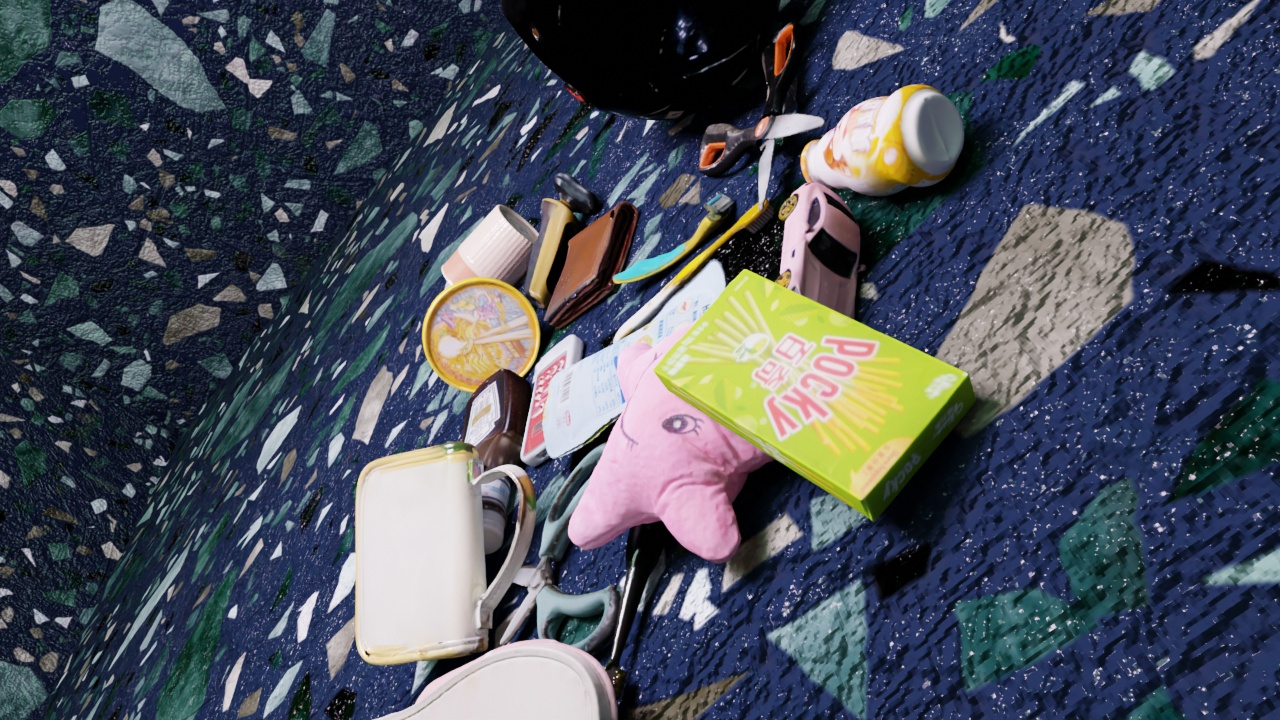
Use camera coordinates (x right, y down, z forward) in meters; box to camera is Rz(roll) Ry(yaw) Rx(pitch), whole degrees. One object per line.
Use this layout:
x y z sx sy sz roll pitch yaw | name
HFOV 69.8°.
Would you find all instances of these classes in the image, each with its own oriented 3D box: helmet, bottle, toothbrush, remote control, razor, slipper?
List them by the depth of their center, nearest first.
-0.111 0.249 0.571 0.275 0.054 0.114 -31 57 30 | slipper
0.004 0.116 0.590 0.027 0.026 0.212 -33 33 49 | toothbrush
0.153 -0.137 0.597 0.109 0.063 0.063 -2 57 59 | bottle
0.040 -0.068 0.764 0.192 0.018 0.016 -42 26 31 | toothbrush
0.026 -0.099 0.807 0.133 0.028 0.043 -33 10 32 | razor
-0.080 0.034 0.839 0.056 0.020 0.135 -37 31 34 | remote control
-0.137 0.091 0.841 0.080 0.044 0.194 -42 29 26 | bottle
0.016 -0.348 0.902 0.233 0.230 0.275 -47 -1 -7 | helmet
-0.093 -0.133 1.035 0.068 0.062 0.167 3 62 24 | razor

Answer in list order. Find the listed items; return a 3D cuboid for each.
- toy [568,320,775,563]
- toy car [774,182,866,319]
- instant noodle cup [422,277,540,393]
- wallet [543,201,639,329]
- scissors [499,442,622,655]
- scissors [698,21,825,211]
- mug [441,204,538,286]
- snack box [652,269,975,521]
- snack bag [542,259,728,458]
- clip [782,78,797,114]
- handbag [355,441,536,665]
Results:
0.042 0.032 0.569 0.179 0.074 0.194 -8 51 39 | toy
0.116 -0.066 0.584 0.037 0.056 0.122 -38 30 45 | toy car
-0.175 -0.032 0.978 0.118 0.118 0.114 -56 19 -2 | instant noodle cup
-0.053 -0.100 0.942 0.101 0.032 0.124 -32 33 44 | wallet
-0.042 0.139 0.652 0.171 0.019 0.170 -59 27 -11 | scissors
0.102 -0.206 0.774 0.221 0.021 0.227 -14 52 66 | scissors
-0.176 -0.129 1.144 0.106 0.081 0.114 -46 -2 15 | mug
0.087 0.012 0.492 0.085 0.026 0.156 -47 47 -11 | snack box
-0.004 0.004 0.726 0.192 0.039 0.110 -31 29 37 | snack bag
0.126 -0.233 0.808 0.026 0.036 0.057 -38 29 43 | clip
-0.144 0.149 0.718 0.179 0.063 0.163 -16 71 33 | handbag
